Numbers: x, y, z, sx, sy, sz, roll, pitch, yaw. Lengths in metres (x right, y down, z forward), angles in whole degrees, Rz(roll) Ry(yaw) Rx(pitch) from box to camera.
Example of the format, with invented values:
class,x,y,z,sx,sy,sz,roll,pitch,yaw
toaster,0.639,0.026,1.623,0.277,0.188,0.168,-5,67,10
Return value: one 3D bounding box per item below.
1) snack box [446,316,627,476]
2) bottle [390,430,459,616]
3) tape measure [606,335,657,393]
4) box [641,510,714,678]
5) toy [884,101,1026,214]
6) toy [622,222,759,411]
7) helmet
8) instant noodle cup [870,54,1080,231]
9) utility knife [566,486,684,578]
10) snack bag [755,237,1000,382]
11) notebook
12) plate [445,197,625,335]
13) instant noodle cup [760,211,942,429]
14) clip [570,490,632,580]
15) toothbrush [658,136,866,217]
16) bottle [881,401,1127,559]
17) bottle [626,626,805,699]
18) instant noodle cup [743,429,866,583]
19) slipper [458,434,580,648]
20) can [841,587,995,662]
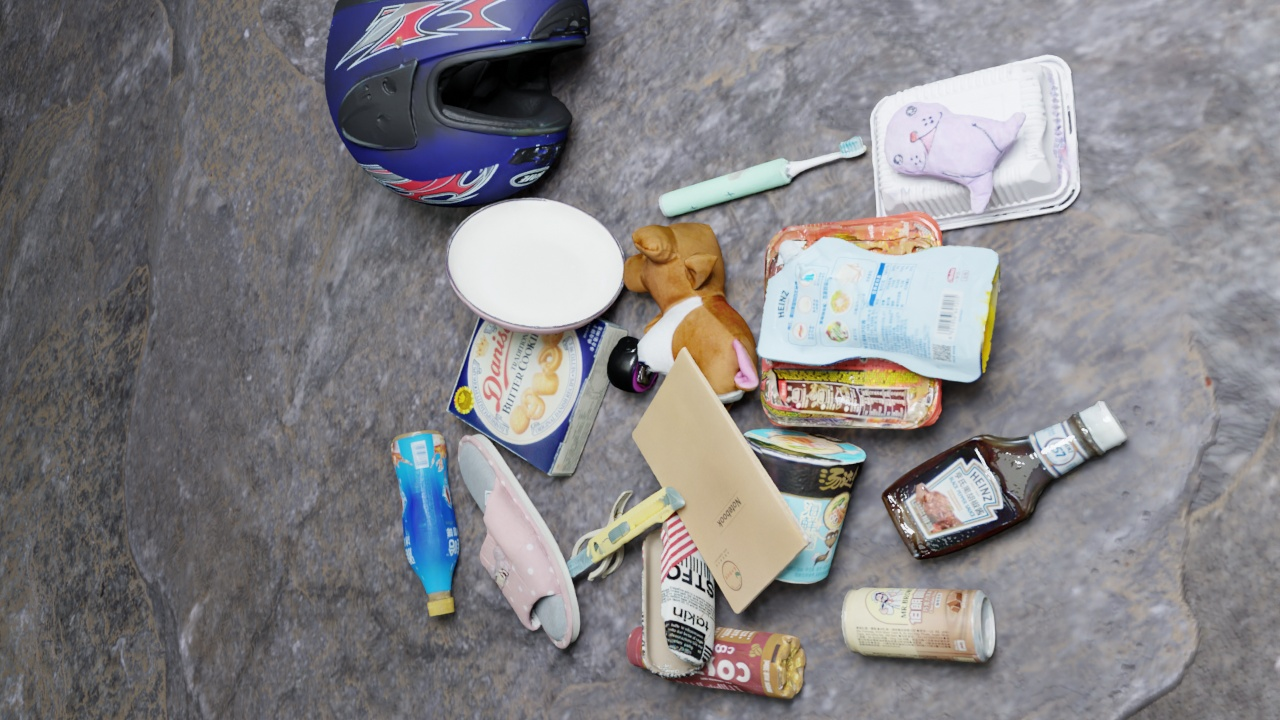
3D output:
class,x,y,z,sx,sy,sz,roll,pitch,yaw
snack box,-0.123,0.013,1.049,0.183,0.045,0.178,26,99,32
bottle,-0.255,0.196,1.109,0.065,0.065,0.218,-18,77,31
tape measure,-0.006,0.006,0.965,0.039,0.057,0.058,18,87,32
box,0.031,0.226,0.889,0.087,0.076,0.162,-42,34,33
toy,0.249,-0.174,0.753,0.108,0.038,0.084,27,109,31
toy,0.048,-0.038,0.899,0.130,0.140,0.199,-24,78,-12
helmet,-0.190,-0.291,1.008,0.316,0.246,0.240,1,112,30
instant noodle cup,0.279,-0.189,0.794,0.174,0.060,0.138,-6,82,32
utility knife,-0.021,0.178,0.932,0.199,0.021,0.031,-45,51,40
snack bag,0.191,-0.045,0.758,0.191,0.038,0.110,8,98,31
notebook,0.065,0.111,0.838,0.207,0.008,0.148,59,145,25
plate,-0.113,-0.097,0.994,0.192,0.192,0.039,51,151,26
instant noodle cup,0.194,-0.032,0.824,0.165,0.079,0.188,0,87,33
clip,-0.023,0.196,0.974,0.105,0.034,0.081,-40,64,22
toothbrush,0.117,-0.182,0.918,0.225,0.027,0.026,-11,43,32
bottle,0.301,0.096,0.763,0.195,0.044,0.080,-34,69,25
bottle,0.069,0.287,0.890,0.175,0.057,0.057,-4,83,33
instant noodle cup,0.142,0.133,0.836,0.111,0.111,0.120,12,100,34
slipper,-0.149,0.199,1.024,0.274,0.054,0.114,57,144,26
can,0.237,0.225,0.784,0.116,0.058,0.058,-8,81,32
